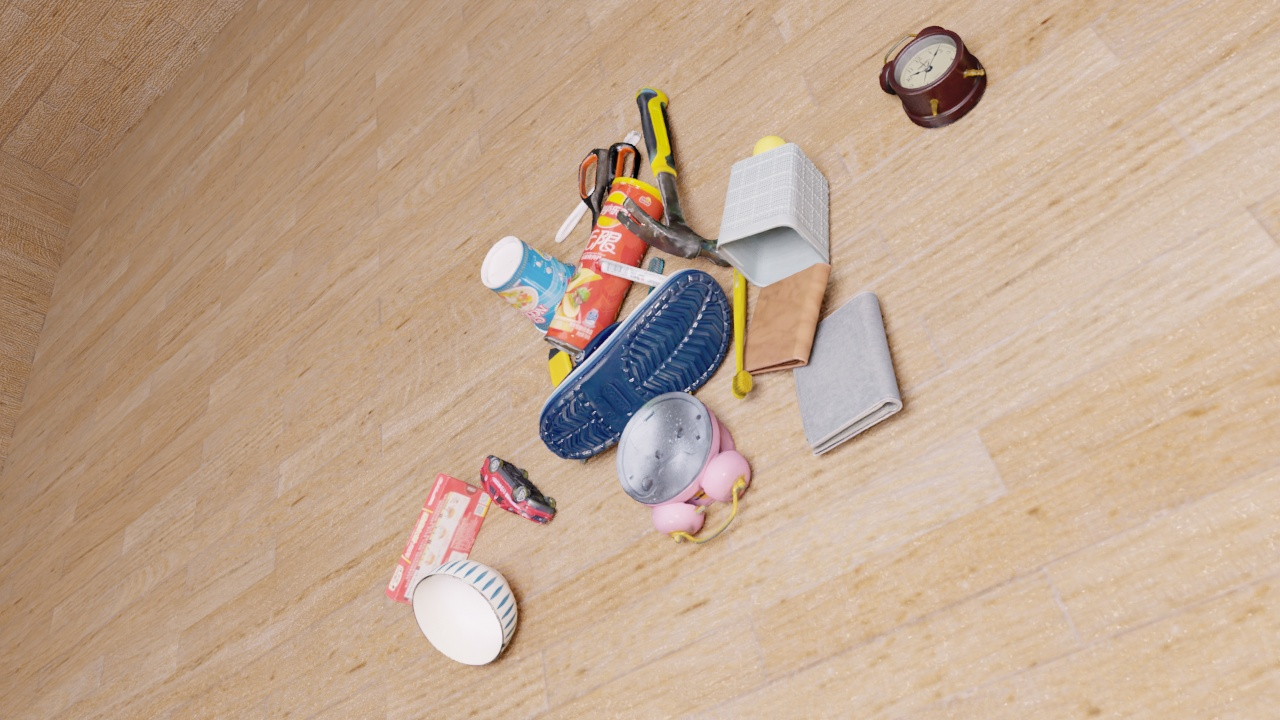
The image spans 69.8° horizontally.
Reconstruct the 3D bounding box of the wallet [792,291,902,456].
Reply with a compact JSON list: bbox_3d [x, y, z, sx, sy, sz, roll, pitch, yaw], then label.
[{"bbox_3d":[0.185,0.014,0.838,0.107,0.037,0.129,-39,36,36],"label":"wallet"}]

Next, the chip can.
[{"bbox_3d":[-0.042,-0.108,1.090,0.073,0.073,0.216,17,79,46],"label":"chip can"}]

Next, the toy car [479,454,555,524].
[{"bbox_3d":[-0.143,0.152,1.053,0.120,0.053,0.045,32,91,49],"label":"toy car"}]

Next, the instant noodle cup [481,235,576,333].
[{"bbox_3d":[-0.136,-0.100,1.143,0.099,0.110,0.099,-22,54,33],"label":"instant noodle cup"}]

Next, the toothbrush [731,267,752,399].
[{"bbox_3d":[0.104,-0.041,0.937,0.017,0.015,0.189,-46,30,44],"label":"toothbrush"}]

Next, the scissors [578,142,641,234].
[{"bbox_3d":[-0.038,-0.176,1.155,0.140,0.021,0.234,-26,60,21],"label":"scissors"}]

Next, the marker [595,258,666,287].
[{"bbox_3d":[0.016,-0.090,1.023,0.145,0.017,0.017,18,79,20],"label":"marker"}]

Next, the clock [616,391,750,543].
[{"bbox_3d":[0.045,0.107,0.901,0.117,0.059,0.158,-43,44,14],"label":"clock"}]

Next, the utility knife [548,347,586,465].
[{"bbox_3d":[-0.082,0.050,1.079,0.033,0.015,0.176,-41,47,25],"label":"utility knife"}]

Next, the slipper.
[{"bbox_3d":[-0.006,0.006,0.983,0.253,0.105,0.095,-44,23,10],"label":"slipper"}]

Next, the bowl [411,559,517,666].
[{"bbox_3d":[-0.182,0.264,0.997,0.117,0.116,0.066,-23,10,32],"label":"bowl"}]

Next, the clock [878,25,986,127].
[{"bbox_3d":[0.284,-0.284,0.905,0.082,0.055,0.121,-42,44,17],"label":"clock"}]

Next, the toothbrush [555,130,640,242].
[{"bbox_3d":[-0.058,-0.230,1.215,0.180,0.016,0.016,-53,36,5],"label":"toothbrush"}]

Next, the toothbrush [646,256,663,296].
[{"bbox_3d":[-0.006,-0.034,1.055,0.016,0.018,0.191,4,70,43],"label":"toothbrush"}]

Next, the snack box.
[{"bbox_3d":[-0.235,0.215,1.081,0.025,0.075,0.152,13,76,45],"label":"snack box"}]

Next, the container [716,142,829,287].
[{"bbox_3d":[0.139,-0.150,0.940,0.090,0.090,0.111,-14,56,36],"label":"container"}]

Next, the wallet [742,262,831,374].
[{"bbox_3d":[0.138,-0.037,0.899,0.115,0.020,0.101,-19,51,63],"label":"wallet"}]

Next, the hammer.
[{"bbox_3d":[0.025,-0.230,1.079,0.322,0.126,0.032,-98,28,-44],"label":"hammer"}]

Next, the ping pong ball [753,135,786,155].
[{"bbox_3d":[0.144,-0.227,1.010,0.040,0.040,0.040,-21,54,33],"label":"ping pong ball"}]
